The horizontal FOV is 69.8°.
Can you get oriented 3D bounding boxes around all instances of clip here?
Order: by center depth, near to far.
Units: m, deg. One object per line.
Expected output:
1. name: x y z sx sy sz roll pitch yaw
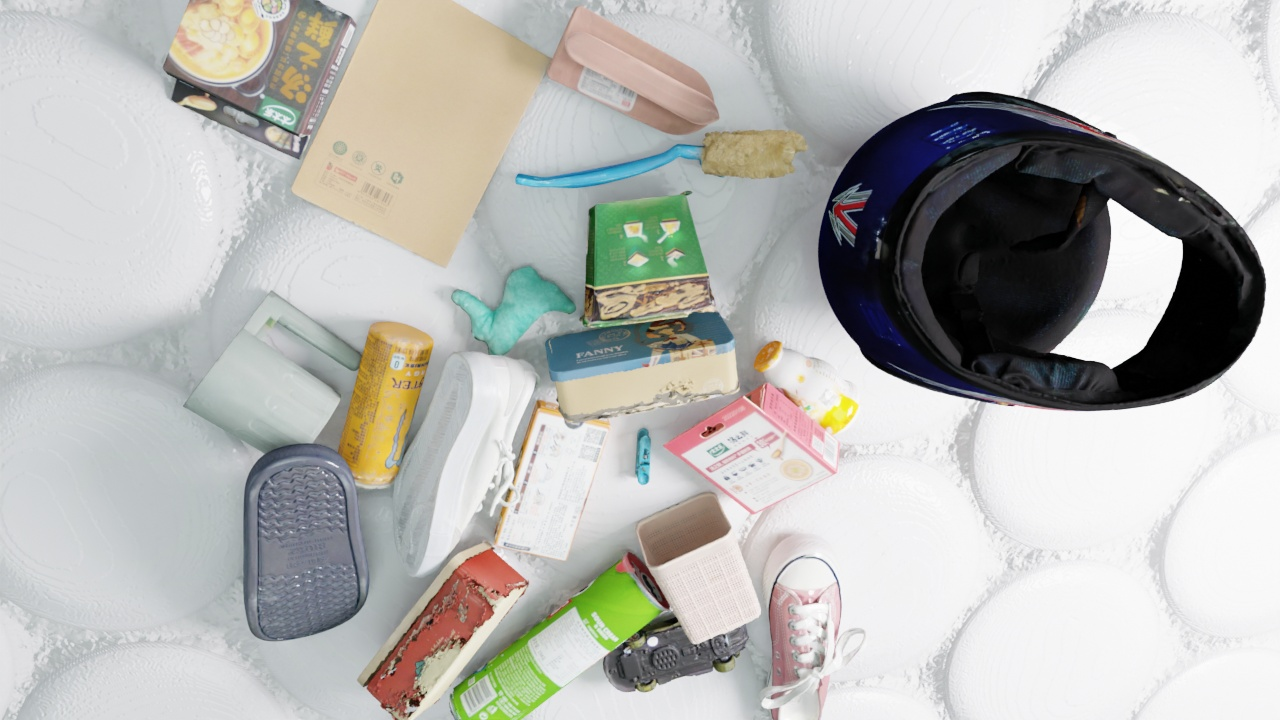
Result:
1. clip: 0.003 0.095 0.908 0.014 0.043 0.056 1 111 -8

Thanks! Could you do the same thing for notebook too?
1. notebook: -0.189 -0.202 0.789 0.147 0.008 0.208 26 102 -16

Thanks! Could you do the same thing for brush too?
1. brush: -0.001 -0.236 0.774 0.145 0.073 0.063 23 102 -17
2. brush: 0.017 -0.171 0.804 0.255 0.083 0.046 -7 111 1

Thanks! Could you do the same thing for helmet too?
1. helmet: 0.308 -0.087 0.775 0.315 0.240 0.247 16 104 -3

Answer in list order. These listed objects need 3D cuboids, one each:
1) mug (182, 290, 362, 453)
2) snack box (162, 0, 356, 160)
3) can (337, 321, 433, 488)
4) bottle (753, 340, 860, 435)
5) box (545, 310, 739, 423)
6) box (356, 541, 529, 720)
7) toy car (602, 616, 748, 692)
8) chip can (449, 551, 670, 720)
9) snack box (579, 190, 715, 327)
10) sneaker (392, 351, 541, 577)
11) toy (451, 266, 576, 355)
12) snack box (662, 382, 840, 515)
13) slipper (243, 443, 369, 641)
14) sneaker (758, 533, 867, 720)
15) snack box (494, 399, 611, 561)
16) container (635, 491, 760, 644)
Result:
1. mug: -0.319 0.018 0.809 0.103 0.084 0.123 38 74 -19
2. snack box: -0.307 -0.243 0.739 0.113 0.053 0.126 24 97 -15
3. can: -0.233 0.040 0.833 0.058 0.058 0.146 15 105 -13
4. bottle: 0.160 0.025 0.886 0.108 0.063 0.063 37 98 -18
5. box: -0.005 0.005 0.842 0.184 0.089 0.059 -9 115 -7
6. box: -0.183 0.268 0.885 0.080 0.091 0.168 40 99 12
7. toy car: 0.037 0.302 0.968 0.158 0.042 0.070 -14 109 -5
8. chip can: -0.083 0.292 0.930 0.236 0.072 0.072 -38 109 4
9. snack box: -0.002 -0.089 0.808 0.117 0.118 0.105 -8 96 -7
10. sneaker: -0.160 0.097 0.856 0.090 0.089 0.243 2 122 -41
11. toy: -0.121 -0.046 0.839 0.096 0.030 0.092 39 96 -11
12. snack box: 0.106 0.080 0.879 0.127 0.044 0.113 39 131 -19
13. slipper: -0.309 0.158 0.845 0.110 0.083 0.269 -3 133 -22
14. sneaker: 0.176 0.302 0.965 0.118 0.087 0.241 -2 109 -8
15. snack box: -0.087 0.119 0.898 0.075 0.026 0.154 15 105 -14
16. container: 0.061 0.210 0.919 0.090 0.090 0.111 -24 112 -1
